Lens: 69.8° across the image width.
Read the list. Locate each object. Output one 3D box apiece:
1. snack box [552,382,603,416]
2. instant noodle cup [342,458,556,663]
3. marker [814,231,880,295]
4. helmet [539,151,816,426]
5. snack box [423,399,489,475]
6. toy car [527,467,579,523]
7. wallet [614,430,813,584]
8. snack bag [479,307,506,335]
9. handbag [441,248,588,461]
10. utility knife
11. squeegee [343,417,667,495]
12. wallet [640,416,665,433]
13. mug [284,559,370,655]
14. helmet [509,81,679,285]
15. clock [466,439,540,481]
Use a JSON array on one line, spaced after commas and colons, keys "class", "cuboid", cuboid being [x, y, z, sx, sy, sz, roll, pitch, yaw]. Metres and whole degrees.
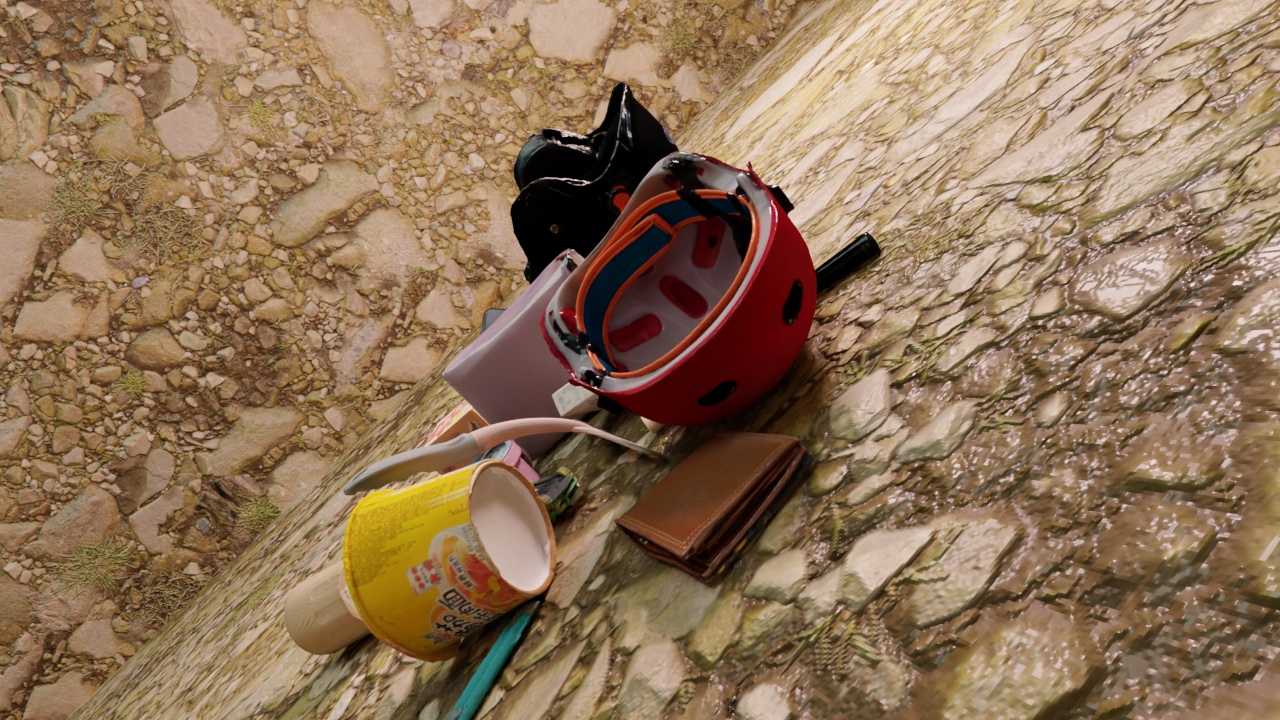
[{"class": "snack box", "cuboid": [-0.005, 0.005, 0.893, 0.157, 0.027, 0.084, -34, -16, 32]}, {"class": "instant noodle cup", "cuboid": [-0.138, 0.145, 0.703, 0.110, 0.138, 0.137, -26, 18, 20]}, {"class": "marker", "cuboid": [0.141, -0.062, 0.770, 0.132, 0.020, 0.022, -37, -5, 26]}, {"class": "helmet", "cuboid": [0.050, -0.035, 0.697, 0.207, 0.144, 0.240, -52, 32, 4]}, {"class": "snack box", "cuboid": [-0.214, 0.098, 1.175, 0.094, 0.077, 0.092, -39, 14, 15]}, {"class": "toy car", "cuboid": [-0.086, 0.125, 0.809, 0.091, 0.036, 0.043, -30, 17, 48]}, {"class": "wallet", "cuboid": [0.044, 0.085, 0.576, 0.101, 0.032, 0.125, -43, 13, -16]}, {"class": "snack bag", "cuboid": [-0.116, -0.023, 1.105, 0.190, 0.039, 0.111, -8, -35, -39]}, {"class": "handbag", "cuboid": [-0.097, -0.008, 1.008, 0.197, 0.145, 0.098, -42, 16, 12]}, {"class": "utility knife", "cuboid": [-0.124, 0.242, 0.601, 0.029, 0.013, 0.215, -31, 17, 42]}, {"class": "squeegee", "cuboid": [-0.132, 0.076, 0.799, 0.249, 0.040, 0.248, -10, 5, -17]}, {"class": "wallet", "cuboid": [0.046, 0.012, 0.817, 0.115, 0.024, 0.087, -43, 18, 6]}, {"class": "mug", "cuboid": [-0.298, 0.241, 0.968, 0.104, 0.084, 0.124, -31, 14, 34]}, {"class": "helmet", "cuboid": [-0.045, -0.197, 1.146, 0.275, 0.230, 0.233, -54, 22, 21]}, {"class": "clock", "cuboid": [-0.156, 0.136, 0.933, 0.117, 0.060, 0.158, -45, 15, -4]}]
